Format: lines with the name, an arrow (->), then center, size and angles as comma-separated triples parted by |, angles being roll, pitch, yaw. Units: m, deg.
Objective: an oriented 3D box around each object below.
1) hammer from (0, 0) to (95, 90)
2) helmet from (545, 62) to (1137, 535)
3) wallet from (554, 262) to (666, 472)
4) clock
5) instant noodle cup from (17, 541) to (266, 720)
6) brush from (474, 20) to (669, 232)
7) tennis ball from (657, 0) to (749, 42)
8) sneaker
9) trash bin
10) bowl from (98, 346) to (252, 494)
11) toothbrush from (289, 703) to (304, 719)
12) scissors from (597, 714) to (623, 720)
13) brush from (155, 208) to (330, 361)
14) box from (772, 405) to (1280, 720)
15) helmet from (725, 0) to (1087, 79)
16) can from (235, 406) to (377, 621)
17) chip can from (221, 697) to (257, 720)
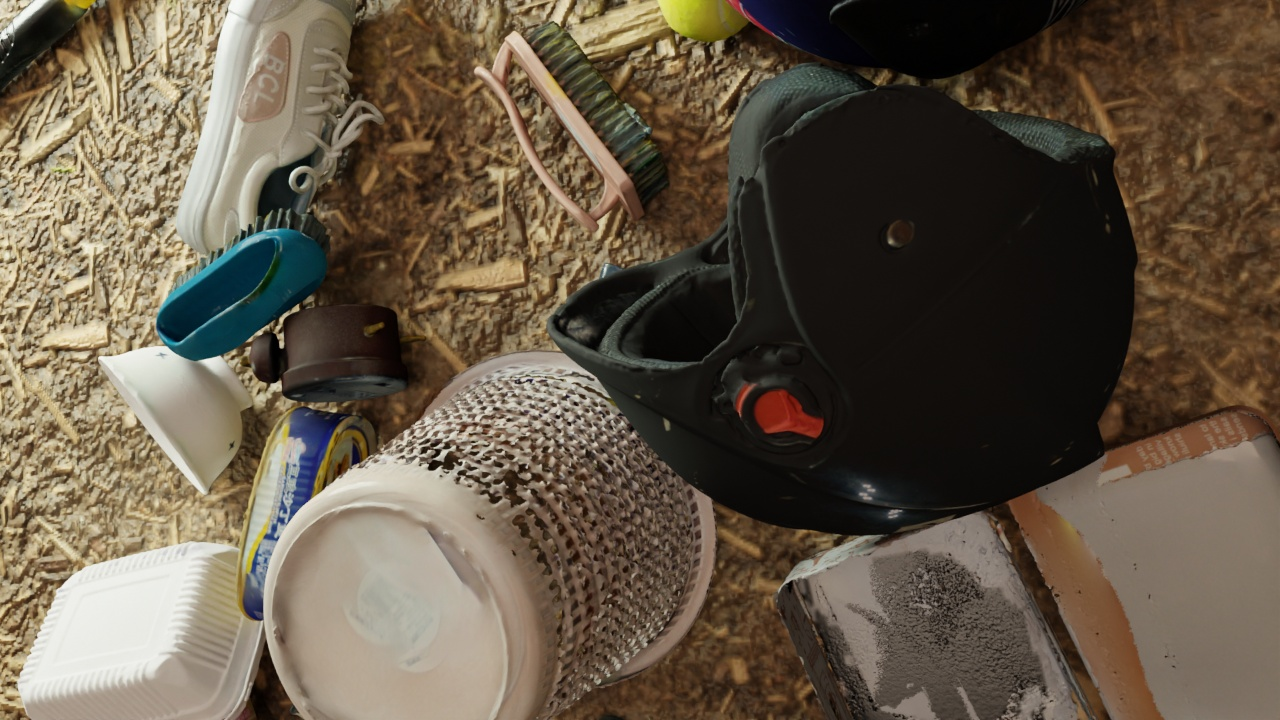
hammer -> -0.454, -0.291, 0.732 | 0.301, 0.032, 0.128 | -33, 79, 13
helmet -> 0.101, -0.023, 0.458 | 0.275, 0.233, 0.230 | -23, 105, 13
wallet -> -0.004, 0.003, 0.591 | 0.090, 0.033, 0.115 | 23, 98, 15
clock -> -0.214, -0.002, 0.627 | 0.122, 0.082, 0.055 | -10, 81, 15
instant noodle cup -> -0.347, 0.191, 0.636 | 0.174, 0.060, 0.137 | -16, 47, 16
brush -> -0.047, -0.154, 0.591 | 0.073, 0.063, 0.145 | -37, 78, 2
tennis ball -> 0.042, -0.231, 0.567 | 0.065, 0.065, 0.065 | -1, 88, 16
sneaker -> -0.236, -0.174, 0.635 | 0.091, 0.089, 0.242 | 23, 95, 14
trash bin -> -0.088, 0.116, 0.513 | 0.228, 0.191, 0.227 | 2, 98, 18
bowl -> -0.322, 0.031, 0.659 | 0.118, 0.118, 0.064 | 44, 61, 13
toothbrush -> -0.206, 0.178, 0.653 | 0.018, 0.015, 0.181 | 27, 97, 9
scissors -> -0.003, 0.312, 0.592 | 0.156, 0.014, 0.168 | 40, 102, 12
brush -> -0.264, -0.040, 0.602 | 0.144, 0.055, 0.073 | -28, 41, 23
box -> 0.223, 0.151, 0.480 | 0.261, 0.105, 0.178 | -26, 81, 14
helmet -> 0.114, -0.270, 0.419 | 0.241, 0.315, 0.247 | -13, 77, 28
can -> -0.226, 0.106, 0.626 | 0.049, 0.074, 0.148 | 6, 79, 15
chip can -> -0.276, 0.339, 0.638 | 0.071, 0.071, 0.210 | -26, 81, 14
